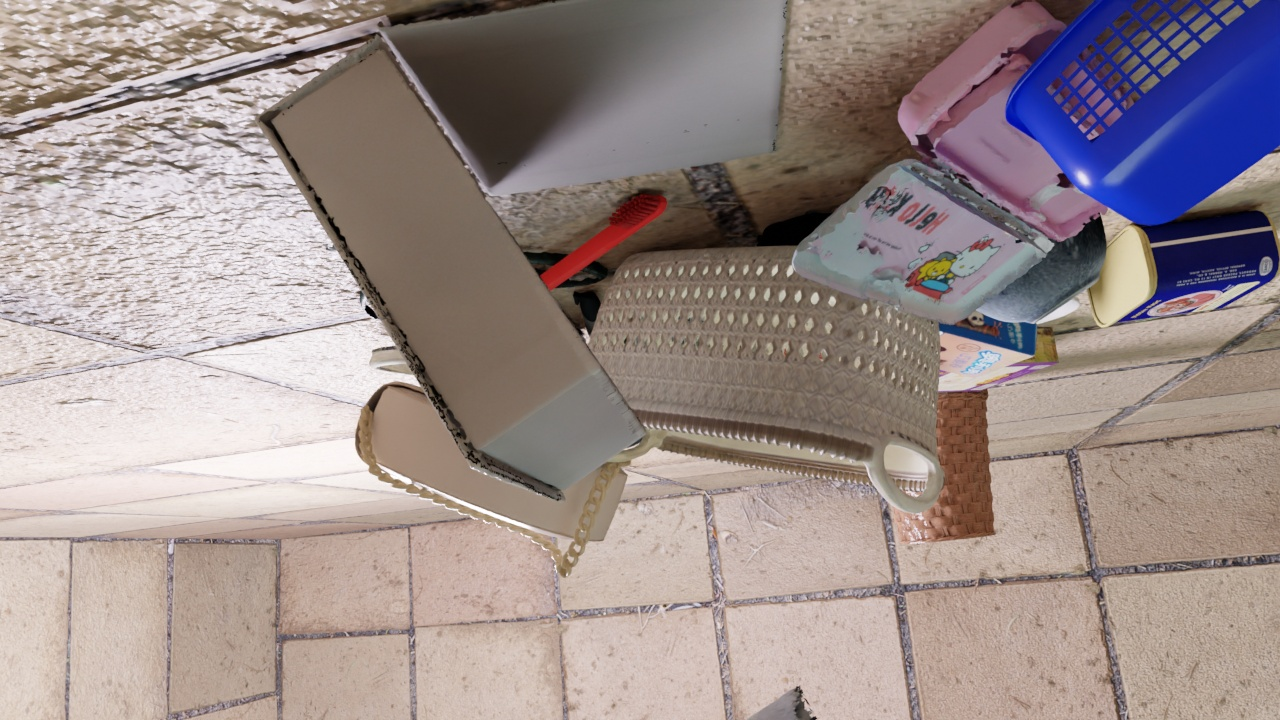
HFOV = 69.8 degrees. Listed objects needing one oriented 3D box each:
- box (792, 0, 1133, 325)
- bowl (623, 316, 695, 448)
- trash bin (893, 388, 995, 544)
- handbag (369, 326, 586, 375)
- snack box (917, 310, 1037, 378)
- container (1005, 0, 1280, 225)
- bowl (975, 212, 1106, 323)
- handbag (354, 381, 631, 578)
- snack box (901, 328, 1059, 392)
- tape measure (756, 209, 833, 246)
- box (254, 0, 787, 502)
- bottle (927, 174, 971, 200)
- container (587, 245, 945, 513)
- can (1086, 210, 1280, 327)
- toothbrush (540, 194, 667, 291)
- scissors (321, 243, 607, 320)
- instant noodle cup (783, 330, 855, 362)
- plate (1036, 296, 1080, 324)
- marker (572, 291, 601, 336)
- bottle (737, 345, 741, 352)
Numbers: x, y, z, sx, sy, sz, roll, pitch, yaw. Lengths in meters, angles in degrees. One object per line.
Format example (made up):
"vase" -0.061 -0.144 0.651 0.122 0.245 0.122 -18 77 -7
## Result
"box" 0.175 -0.085 0.465 0.153 0.038 0.201 -40 149 29
"bowl" -0.005 0.005 0.802 0.057 0.137 0.137 34 -175 26
"trash bin" 0.391 0.128 1.203 0.151 0.210 0.151 -5 168 -1
"handbag" -0.143 0.006 0.765 0.176 0.074 0.151 -4 168 14
"snack box" 0.247 -0.025 0.788 0.151 0.034 0.087 14 164 -10
"container" 0.213 -0.108 0.351 0.096 0.058 0.114 9 138 -43
"bowl" 0.259 -0.059 0.597 0.110 0.055 0.110 -31 167 -9
"handbag" -0.119 0.094 0.773 0.209 0.103 0.210 20 174 10
"snack box" 0.355 0.003 1.020 0.148 0.040 0.144 -1 167 -16
"tape measure" 0.118 -0.077 0.588 0.061 0.034 0.062 8 174 -32
"box" 0.010 -0.152 0.424 0.173 0.421 0.167 31 173 11
"bottle" 0.182 -0.069 0.608 0.053 0.053 0.186 -7 167 6
"container" 0.075 0.011 0.606 0.247 0.142 0.184 5 169 40
"can" 0.407 -0.068 0.696 0.092 0.056 0.116 -8 167 6
"toothbrush" -0.058 -0.057 0.601 0.017 0.012 0.213 4 157 -41
"scissors" -0.138 -0.054 0.632 0.201 0.015 0.203 6 164 -43
"instant noodle cup" 0.181 0.028 0.916 0.124 0.123 0.121 -13 174 31
"plate" 0.328 -0.051 0.807 0.104 0.026 0.104 -5 168 -1
"marker" -0.041 -0.035 0.758 0.022 0.016 0.139 25 169 5
"bottle" 0.049 0.023 0.890 0.174 0.083 0.046 -14 165 38
